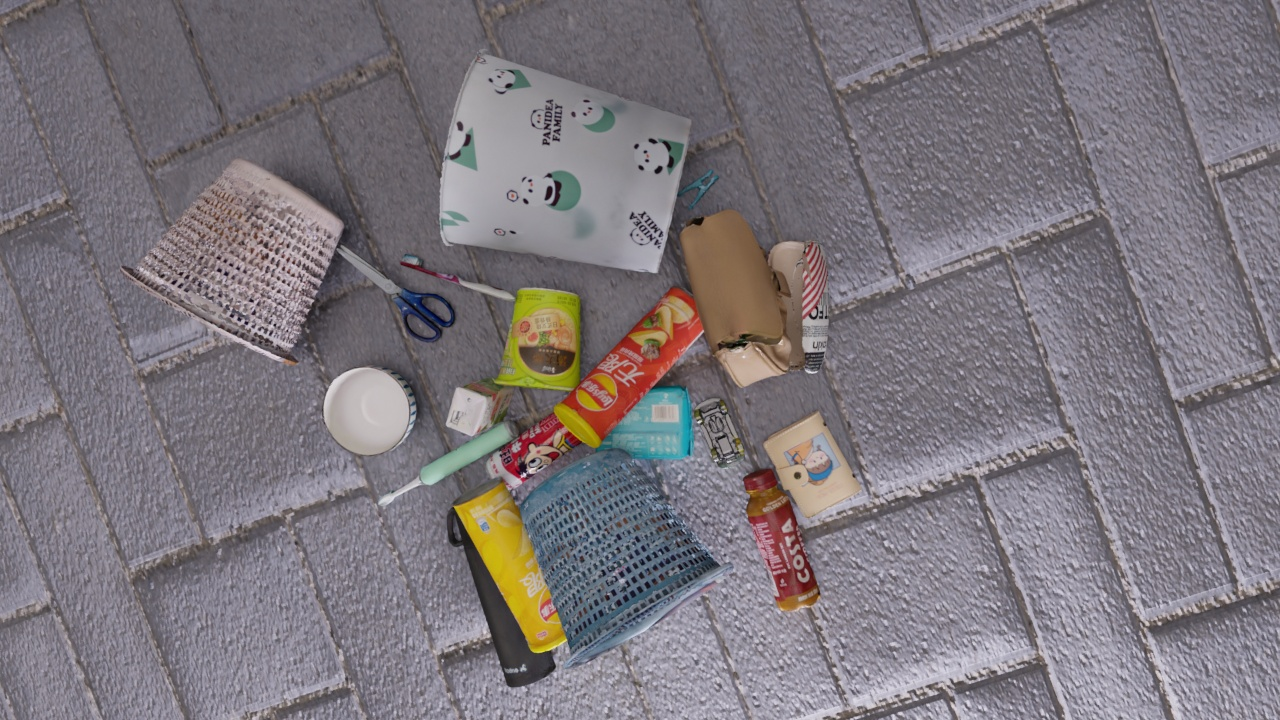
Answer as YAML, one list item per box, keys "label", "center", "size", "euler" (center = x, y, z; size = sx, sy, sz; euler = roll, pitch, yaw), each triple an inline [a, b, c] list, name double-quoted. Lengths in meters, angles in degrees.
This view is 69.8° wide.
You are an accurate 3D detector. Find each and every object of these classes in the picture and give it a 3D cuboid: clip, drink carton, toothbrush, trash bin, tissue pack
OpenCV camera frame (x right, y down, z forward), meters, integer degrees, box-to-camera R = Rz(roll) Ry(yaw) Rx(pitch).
- label: "clip"
  center: [0.074, -0.216, 1.152]
  size: [0.056, 0.014, 0.039]
  euler: [-40, 90, 9]
- label: "drink carton"
  center: [-0.201, 0.055, 1.149]
  size: [0.045, 0.122, 0.053]
  euler: [20, 98, 6]
- label: "toothbrush"
  center: [-0.232, -0.105, 1.164]
  size: [0.188, 0.016, 0.017]
  euler: [19, 85, 26]
- label: "trash bin"
  center: [-0.081, -0.219, 1.071]
  size: [0.252, 0.229, 0.229]
  euler: [12, 96, -1]
- label: "tissue pack"
  center: [0.000, 0.078, 1.165]
  size: [0.133, 0.050, 0.093]
  euler: [-1, 96, 7]
- label: "trash bin"
  center: [-0.034, 0.220, 1.086]
  size: [0.227, 0.226, 0.195]
  euler: [-34, 72, 7]
- label: "trash bin"
  center: [-0.479, -0.130, 1.132]
  size: [0.227, 0.227, 0.192]
  euler: [30, 84, 3]
- label: "toothbrush"
  center: [-0.254, 0.138, 1.196]
  size: [0.225, 0.027, 0.026]
  euler: [-30, 113, 15]

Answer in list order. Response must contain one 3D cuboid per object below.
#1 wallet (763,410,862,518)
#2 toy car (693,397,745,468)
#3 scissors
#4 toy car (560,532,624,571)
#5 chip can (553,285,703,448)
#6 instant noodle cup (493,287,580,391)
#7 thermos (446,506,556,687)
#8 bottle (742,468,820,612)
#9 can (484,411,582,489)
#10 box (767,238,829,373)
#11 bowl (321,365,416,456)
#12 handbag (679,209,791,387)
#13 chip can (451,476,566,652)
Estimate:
- label: "wallet"
  center: [0.215, 0.134, 1.162]
  size: [0.087, 0.024, 0.115]
  euler: [-29, 92, 3]
- label: "toy car"
  center: [0.100, 0.091, 1.162]
  size: [0.043, 0.036, 0.091]
  euler: [-22, 93, 8]
- label: "scissors"
  center: [-0.308, -0.098, 1.173]
  size: [0.108, 0.012, 0.175]
  euler: [-24, 113, 0]
- label: "toy car"
  center: [-0.062, 0.236, 1.195]
  size: [0.106, 0.031, 0.049]
  euler: [25, 96, 6]
- label: "chip can"
  center: [-0.007, 0.007, 1.112]
  size: [0.073, 0.073, 0.216]
  euler: [44, 75, 1]
- label: "instant noodle cup"
  center: [-0.121, -0.026, 1.146]
  size: [0.112, 0.111, 0.123]
  euler: [5, 87, 6]
- label: "thermos"
  center: [-0.187, 0.299, 1.201]
  size: [0.090, 0.068, 0.242]
  euler: [-18, 91, 33]
- label: "bottle"
  center: [0.174, 0.224, 1.154]
  size: [0.057, 0.057, 0.175]
  euler: [-18, 93, 7]
- label: "can"
  center: [-0.134, 0.113, 1.180]
  size: [0.133, 0.053, 0.053]
  euler: [-34, 90, 7]
- label: "box"
  center: [0.189, -0.066, 1.130]
  size: [0.088, 0.076, 0.162]
  euler: [0, 96, 34]
- label: "bowl"
  center: [-0.345, 0.062, 1.193]
  size: [0.116, 0.066, 0.116]
  euler: [1, 96, 5]
- label: "handbag"
  center: [0.117, -0.078, 1.075]
  size: [0.100, 0.147, 0.204]
  euler: [-21, 74, 19]
- label: "chip can"
  center: [-0.152, 0.251, 1.135]
  size: [0.072, 0.072, 0.213]
  euler: [-26, 97, 7]
